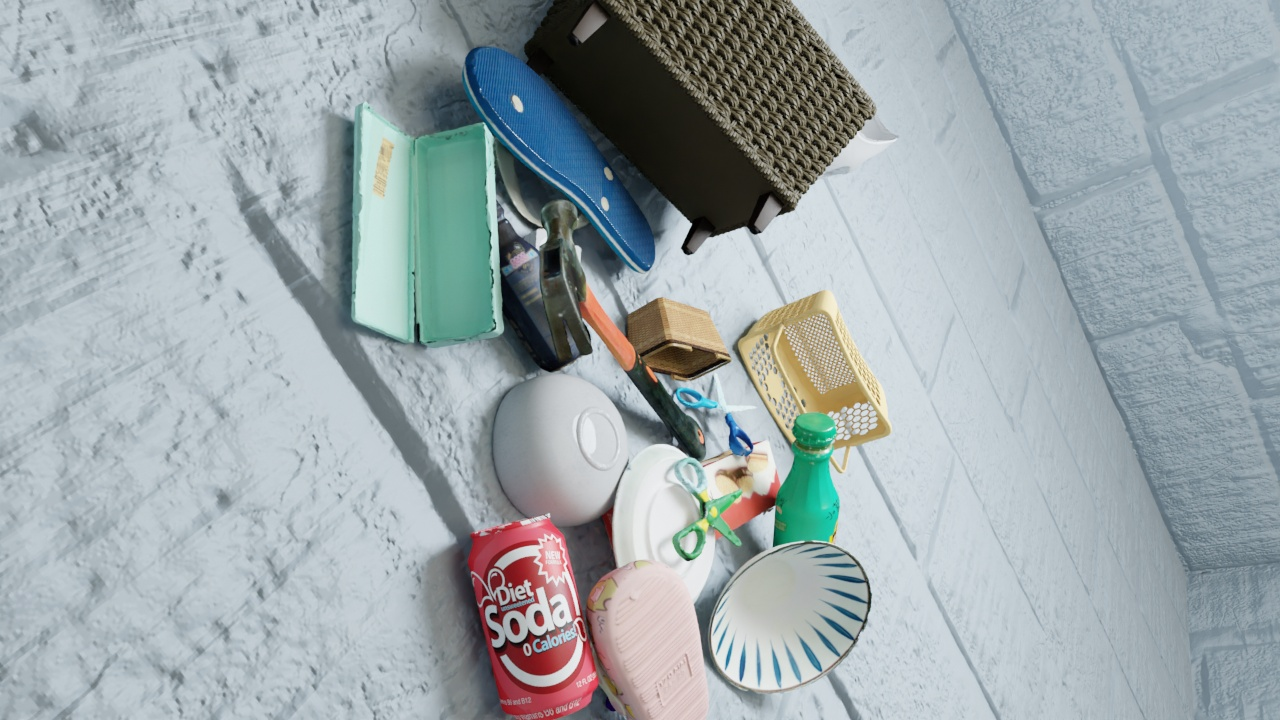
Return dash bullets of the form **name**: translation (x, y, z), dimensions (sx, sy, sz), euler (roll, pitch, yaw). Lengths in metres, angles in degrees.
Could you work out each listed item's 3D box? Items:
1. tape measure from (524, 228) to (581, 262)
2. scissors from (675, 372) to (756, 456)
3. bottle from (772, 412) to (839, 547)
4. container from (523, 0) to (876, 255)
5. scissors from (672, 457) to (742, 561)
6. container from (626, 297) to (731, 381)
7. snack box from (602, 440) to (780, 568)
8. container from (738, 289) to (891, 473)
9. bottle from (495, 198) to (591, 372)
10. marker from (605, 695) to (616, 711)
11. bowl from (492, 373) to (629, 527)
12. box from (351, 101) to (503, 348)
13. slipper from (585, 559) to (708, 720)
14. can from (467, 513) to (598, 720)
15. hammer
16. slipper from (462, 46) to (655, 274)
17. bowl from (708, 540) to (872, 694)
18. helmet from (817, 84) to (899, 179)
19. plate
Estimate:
- **tape measure**: translation (-0.084, -0.091, 0.867), dimensions (0.062, 0.020, 0.060), euler (30, 52, -42)
- **scissors**: translation (0.093, 0.060, 1.008), dimensions (0.127, 0.014, 0.129), euler (2, 45, -49)
- **bottle**: translation (0.179, 0.157, 0.984), dimensions (0.067, 0.068, 0.210), euler (-38, 134, -53)
- **container**: translation (0.047, -0.279, 0.942), dimensions (0.321, 0.177, 0.204), euler (42, 66, -21)
- **scissors**: translation (0.062, 0.133, 0.851), dimensions (0.127, 0.012, 0.121), euler (-22, 101, -53)
- **container**: translation (0.036, -0.022, 0.963), dimensions (0.113, 0.063, 0.061), euler (13, 57, -50)
- **snack box**: translation (0.064, 0.145, 0.934), dimensions (0.272, 0.044, 0.076), euler (-12, 85, -54)
- **container**: translation (0.208, 0.027, 1.107), dimensions (0.183, 0.129, 0.166), euler (58, 30, -18)
- **bottle**: translation (-0.103, -0.067, 0.799), dimensions (0.161, 0.056, 0.056), euler (58, 37, -13)
- **marker**: translation (-0.009, 0.245, 0.815), dimensions (0.018, 0.015, 0.133), euler (67, 30, -42)
- **bowl**: translation (-0.058, 0.074, 0.788), dimensions (0.131, 0.065, 0.131), euler (26, 54, -44)
- **box**: translation (-0.166, -0.110, 0.721), dimensions (0.109, 0.078, 0.187), euler (25, 55, -54)
- **slipper**: translation (-0.001, 0.239, 0.755), dimensions (0.093, 0.082, 0.197), euler (-38, 124, -32)
- **can**: translation (-0.082, 0.193, 0.693), dimensions (0.074, 0.075, 0.142), euler (-6, 79, -54)
- **hammer**: translation (-0.005, 0.005, 0.850), dimensions (0.333, 0.033, 0.132), euler (51, 28, -50)
- **slipper**: translation (-0.081, -0.183, 0.884), dimensions (0.295, 0.060, 0.118), euler (44, 39, -42)
- **bowl**: translation (0.141, 0.247, 0.941), dimensions (0.177, 0.177, 0.071), euler (50, 0, -27)
- **helmet**: translation (0.223, -0.370, 1.246), dimensions (0.282, 0.184, 0.224), euler (50, 11, -51)
- **plate**: translation (0.027, 0.153, 0.821), dimensions (0.156, 0.014, 0.156), euler (16, 70, -52)
